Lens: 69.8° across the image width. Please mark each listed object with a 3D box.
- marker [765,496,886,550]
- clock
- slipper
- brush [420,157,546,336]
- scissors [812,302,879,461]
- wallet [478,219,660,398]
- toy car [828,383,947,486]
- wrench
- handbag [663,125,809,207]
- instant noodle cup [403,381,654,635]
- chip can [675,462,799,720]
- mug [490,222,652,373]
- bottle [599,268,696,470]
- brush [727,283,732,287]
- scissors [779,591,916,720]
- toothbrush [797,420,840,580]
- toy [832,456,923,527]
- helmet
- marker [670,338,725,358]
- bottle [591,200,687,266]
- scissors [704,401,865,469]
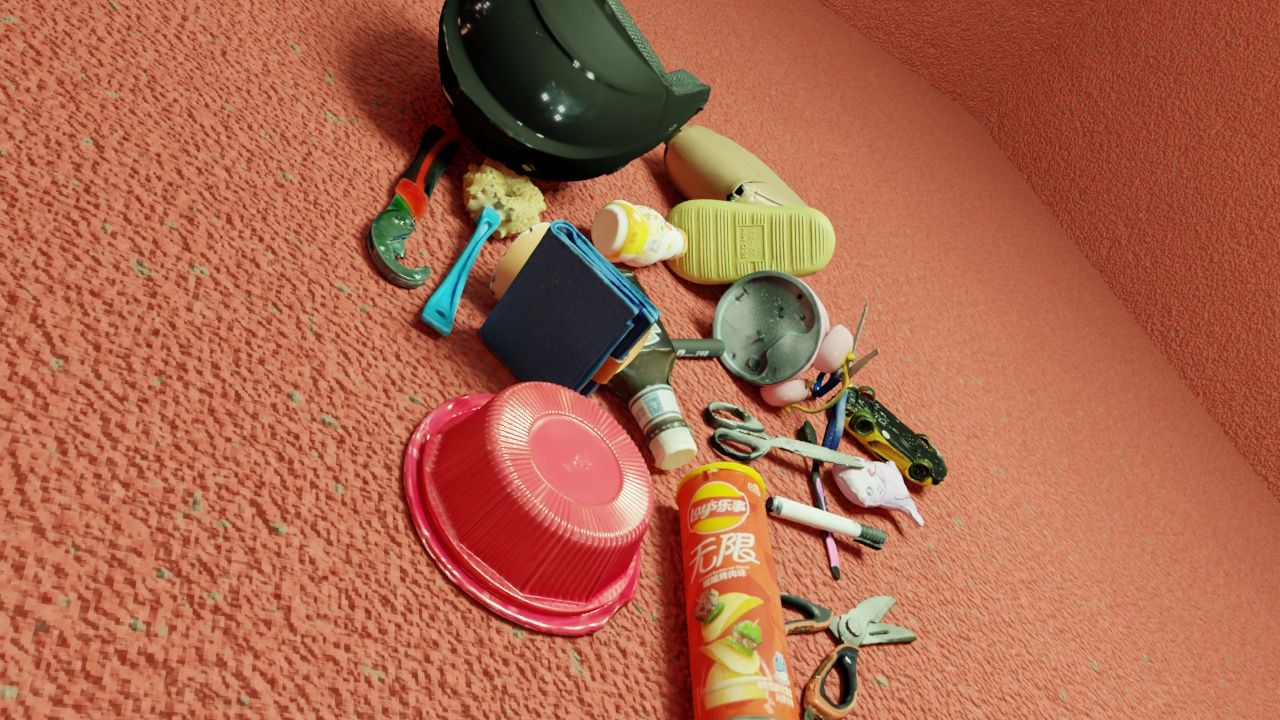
[{"bbox_3d":[0.171,0.149,0.840,0.130,0.018,0.022,19,52,-22],"label":"marker"},{"bbox_3d":[0.149,-0.018,0.941,0.158,0.117,0.059,54,21,21],"label":"clock"},{"bbox_3d":[0.119,-0.128,1.010,0.081,0.191,0.091,-11,104,-72],"label":"slipper"},{"bbox_3d":[-0.140,-0.101,0.790,0.083,0.046,0.254,37,35,-18],"label":"brush"},{"bbox_3d":[0.209,0.026,0.949,0.012,0.173,0.162,16,71,-6],"label":"scissors"},{"bbox_3d":[-0.057,-0.028,0.696,0.106,0.133,0.040,45,40,4],"label":"wallet"},{"bbox_3d":[0.279,0.087,1.028,0.156,0.041,0.071,38,32,-6],"label":"toy car"},{"bbox_3d":[-0.192,-0.152,0.808,0.056,0.016,0.272,31,33,-23],"label":"wrench"},{"bbox_3d":[0.115,-0.208,1.138,0.147,0.100,0.204,17,26,-41],"label":"handbag"},{"bbox_3d":[-0.059,0.084,0.626,0.193,0.066,0.193,30,34,-23],"label":"instant noodle cup"},{"bbox_3d":[0.065,0.173,0.654,0.073,0.073,0.216,29,35,-23],"label":"chip can"},{"bbox_3d":[-0.054,-0.047,0.755,0.123,0.078,0.078,39,29,17],"label":"mug"},{"bbox_3d":[-0.005,0.005,0.796,0.079,0.044,0.194,-8,56,-28],"label":"bottle"},{"bbox_3d":[0.146,-0.075,1.060,0.073,0.055,0.143,14,41,-38],"label":"brush"},{"bbox_3d":[0.165,0.232,0.751,0.195,0.015,0.215,36,31,-11],"label":"scissors"},{"bbox_3d":[0.172,0.131,0.886,0.014,0.018,0.188,26,38,-24],"label":"toothbrush"},{"bbox_3d":[0.238,0.129,0.934,0.108,0.039,0.083,18,36,-36],"label":"toy"},{"bbox_3d":[-0.083,-0.289,0.898,0.233,0.230,0.275,59,-11,-3],"label":"helmet"},{"bbox_3d":[0.036,-0.013,0.896,0.131,0.020,0.022,0,66,-48],"label":"marker"},{"bbox_3d":[0.001,-0.128,0.955,0.108,0.063,0.063,5,48,-46],"label":"bottle"},{"bbox_3d":[0.139,0.073,0.883,0.174,0.014,0.136,-15,56,-44],"label":"scissors"}]
